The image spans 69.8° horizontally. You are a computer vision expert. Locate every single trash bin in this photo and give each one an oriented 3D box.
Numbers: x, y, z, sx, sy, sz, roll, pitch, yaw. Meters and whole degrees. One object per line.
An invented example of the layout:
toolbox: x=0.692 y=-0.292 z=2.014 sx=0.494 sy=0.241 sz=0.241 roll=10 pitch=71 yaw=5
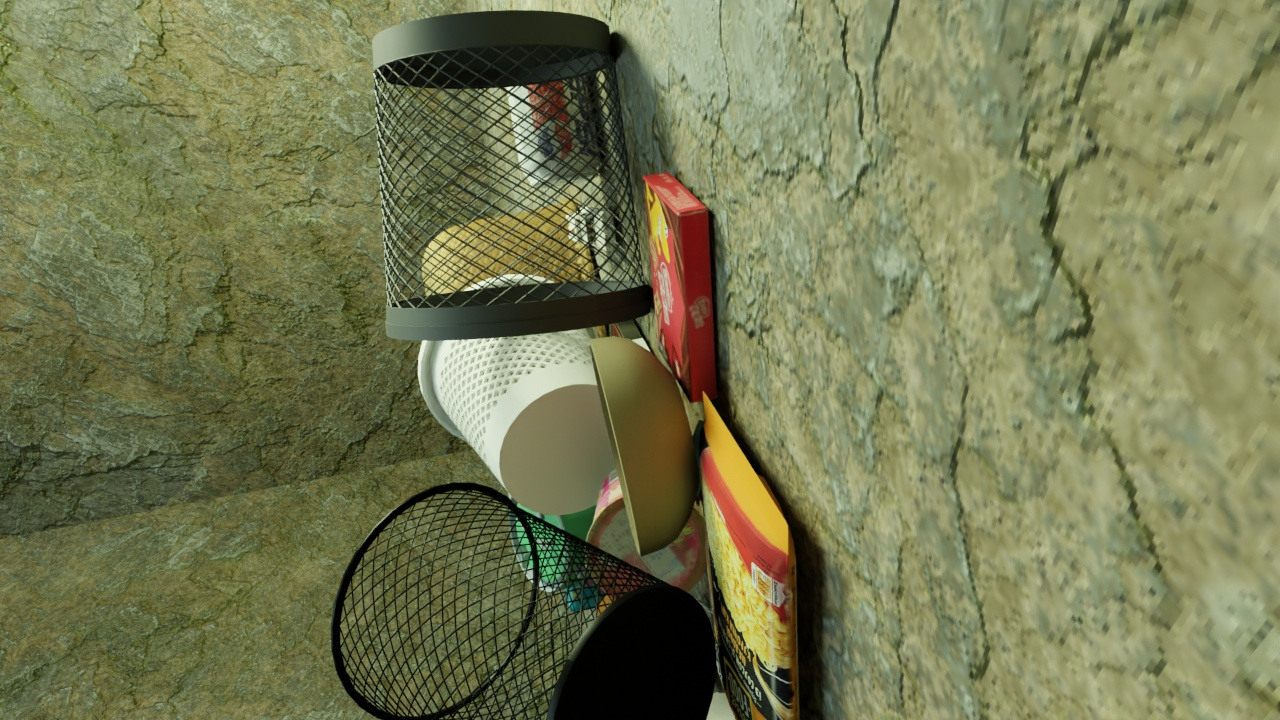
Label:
trash bin: x=-0.108 y=-0.145 z=0.748 sx=0.218 sy=0.217 sz=0.227 roll=-146 pitch=51 yaw=-76
trash bin: x=-0.074 y=0.195 z=0.625 sx=0.210 sy=0.183 sz=0.184 roll=9 pitch=113 yaw=43
trash bin: x=-0.100 y=0.041 z=0.894 sx=0.199 sy=0.195 sz=0.196 roll=-134 pitch=34 yaw=-56

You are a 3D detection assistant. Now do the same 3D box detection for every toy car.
toy car: x=-0.049 y=-0.129 z=0.896 sx=0.113 sy=0.039 sz=0.039 roll=-136 pitch=37 yaw=-73

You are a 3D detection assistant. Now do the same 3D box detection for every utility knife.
utility knife: x=0.041 y=0.082 z=0.688 sx=0.126 sy=0.015 sz=0.022 roll=94 pitch=164 yaw=-60

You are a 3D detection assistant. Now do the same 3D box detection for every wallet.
wallet: x=-0.005 y=0.005 z=0.843 sx=0.123 sy=0.019 sz=0.072 roll=-117 pitch=19 yaw=-58

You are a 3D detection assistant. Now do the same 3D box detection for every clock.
clock: x=-0.102 y=0.171 z=1.016 sx=0.122 sy=0.075 sz=0.161 roll=-39 pitch=67 yaw=50

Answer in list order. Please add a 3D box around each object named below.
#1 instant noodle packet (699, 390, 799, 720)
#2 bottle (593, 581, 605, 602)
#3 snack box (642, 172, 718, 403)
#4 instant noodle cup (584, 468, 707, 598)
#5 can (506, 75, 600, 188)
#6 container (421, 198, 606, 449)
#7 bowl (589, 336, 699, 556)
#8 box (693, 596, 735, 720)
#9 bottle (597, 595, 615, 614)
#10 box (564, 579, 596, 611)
instant noodle packet: x=0.066 y=0.150 z=0.565 sx=0.159 sy=0.032 sz=0.221 roll=-117 pitch=20 yaw=-65
bottle: x=-0.017 y=0.256 z=1.036 sx=0.131 sy=0.061 sz=0.061 roll=121 pitch=140 yaw=-75
snack box: x=0.027 y=-0.050 z=0.613 sx=0.089 sy=0.021 sz=0.133 roll=-119 pitch=21 yaw=-60
instant noodle cup: x=0.002 y=0.134 z=0.759 sx=0.108 sy=0.097 sz=0.098 roll=-107 pitch=9 yaw=-76
can: x=-0.084 y=-0.238 z=0.874 sx=0.078 sy=0.078 sz=0.136 roll=-160 pitch=60 yaw=-78
container: x=-0.156 y=-0.036 z=1.148 sx=0.307 sy=0.196 sz=0.307 roll=168 pitch=91 yaw=-79
bowl: x=0.006 y=0.054 z=0.633 sx=0.152 sy=0.050 sz=0.152 roll=165 pitch=92 yaw=-86
box: x=0.035 y=0.259 z=0.728 sx=0.140 sy=0.083 sz=0.141 roll=96 pitch=167 yaw=-54
bottle: x=0.019 y=0.282 z=0.841 sx=0.068 sy=0.067 sz=0.157 roll=93 pitch=155 yaw=-51
box: x=-0.059 y=0.189 z=1.108 sx=0.041 sy=0.094 sz=0.227 roll=-134 pitch=35 yaw=-70
